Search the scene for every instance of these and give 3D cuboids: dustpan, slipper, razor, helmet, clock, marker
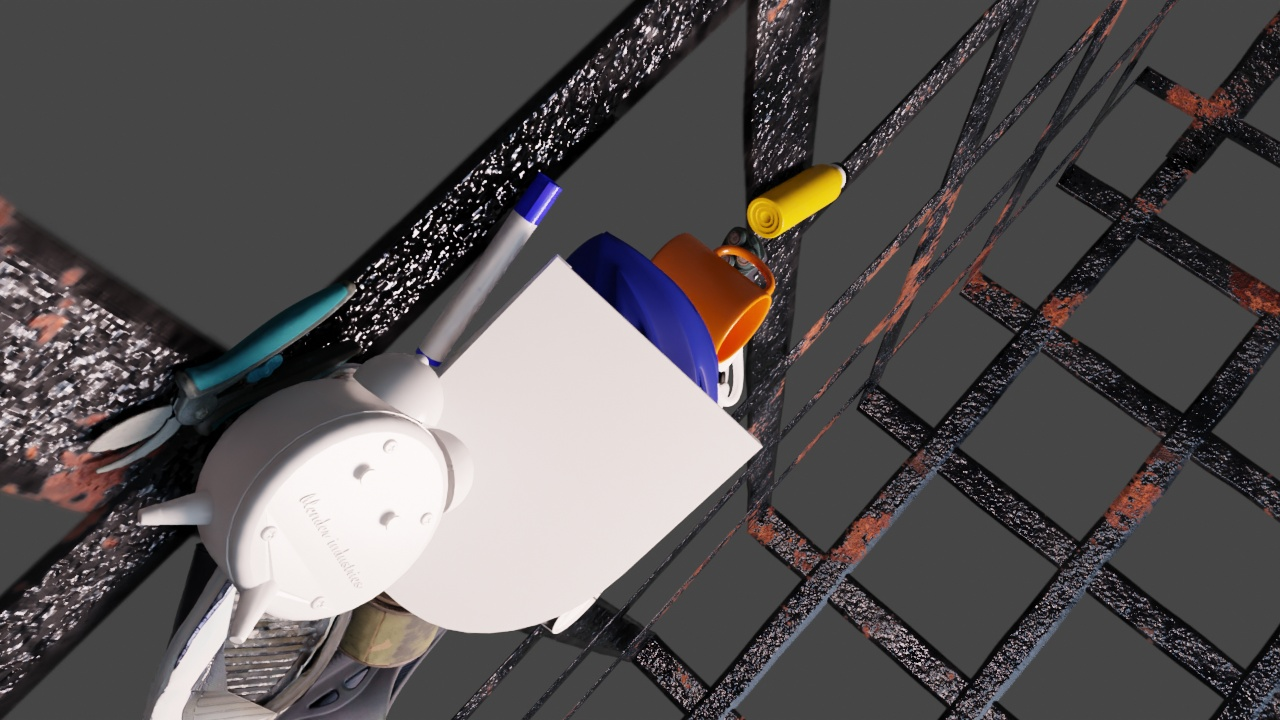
[{"bbox_3d":[-0.077,0.077,0.645,0.258,0.191,0.053,-44,-162,11],"label":"dustpan"},{"bbox_3d":[-0.257,0.316,0.865,0.267,0.083,0.111,-35,159,-42],"label":"slipper"},{"bbox_3d":[0.103,-0.090,0.960,0.052,0.047,0.143,-23,162,-3],"label":"razor"},{"bbox_3d":[-0.224,0.118,0.569,0.111,0.063,0.264,17,101,-50],"label":"slipper"},{"bbox_3d":[-0.004,0.005,0.741,0.227,0.148,0.242,-48,139,-65],"label":"helmet"},{"bbox_3d":[-0.164,0.077,0.498,0.160,0.073,0.125,-38,139,-26],"label":"clock"},{"bbox_3d":[-0.098,-0.057,0.587,0.142,0.020,0.020,-53,162,11],"label":"marker"}]

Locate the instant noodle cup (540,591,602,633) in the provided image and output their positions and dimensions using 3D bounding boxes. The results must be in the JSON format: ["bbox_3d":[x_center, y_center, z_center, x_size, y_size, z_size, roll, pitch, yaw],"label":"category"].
[{"bbox_3d":[-0.100,0.203,0.934,0.123,0.122,0.124,-43,161,-19],"label":"instant noodle cup"}]

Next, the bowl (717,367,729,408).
[{"bbox_3d":[0.050,0.047,1.033,0.176,0.066,0.177,-48,160,-24],"label":"bowl"}]

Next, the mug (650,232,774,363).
[{"bbox_3d":[0.068,-0.066,0.832,0.112,0.096,0.078,-41,160,-26],"label":"mug"}]

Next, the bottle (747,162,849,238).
[{"bbox_3d":[0.167,-0.170,0.941,0.143,0.043,0.043,-34,156,-40],"label":"bottle"}]

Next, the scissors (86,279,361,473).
[{"bbox_3d":[-0.202,0.007,0.475,0.155,0.019,0.126,-50,160,7],"label":"scissors"}]

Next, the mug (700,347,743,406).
[{"bbox_3d":[0.073,-0.011,0.935,0.081,0.114,0.087,-21,-163,51],"label":"mug"}]

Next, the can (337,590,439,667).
[{"bbox_3d":[-0.195,0.182,0.722,0.089,0.090,0.075,-26,150,-51],"label":"can"}]
